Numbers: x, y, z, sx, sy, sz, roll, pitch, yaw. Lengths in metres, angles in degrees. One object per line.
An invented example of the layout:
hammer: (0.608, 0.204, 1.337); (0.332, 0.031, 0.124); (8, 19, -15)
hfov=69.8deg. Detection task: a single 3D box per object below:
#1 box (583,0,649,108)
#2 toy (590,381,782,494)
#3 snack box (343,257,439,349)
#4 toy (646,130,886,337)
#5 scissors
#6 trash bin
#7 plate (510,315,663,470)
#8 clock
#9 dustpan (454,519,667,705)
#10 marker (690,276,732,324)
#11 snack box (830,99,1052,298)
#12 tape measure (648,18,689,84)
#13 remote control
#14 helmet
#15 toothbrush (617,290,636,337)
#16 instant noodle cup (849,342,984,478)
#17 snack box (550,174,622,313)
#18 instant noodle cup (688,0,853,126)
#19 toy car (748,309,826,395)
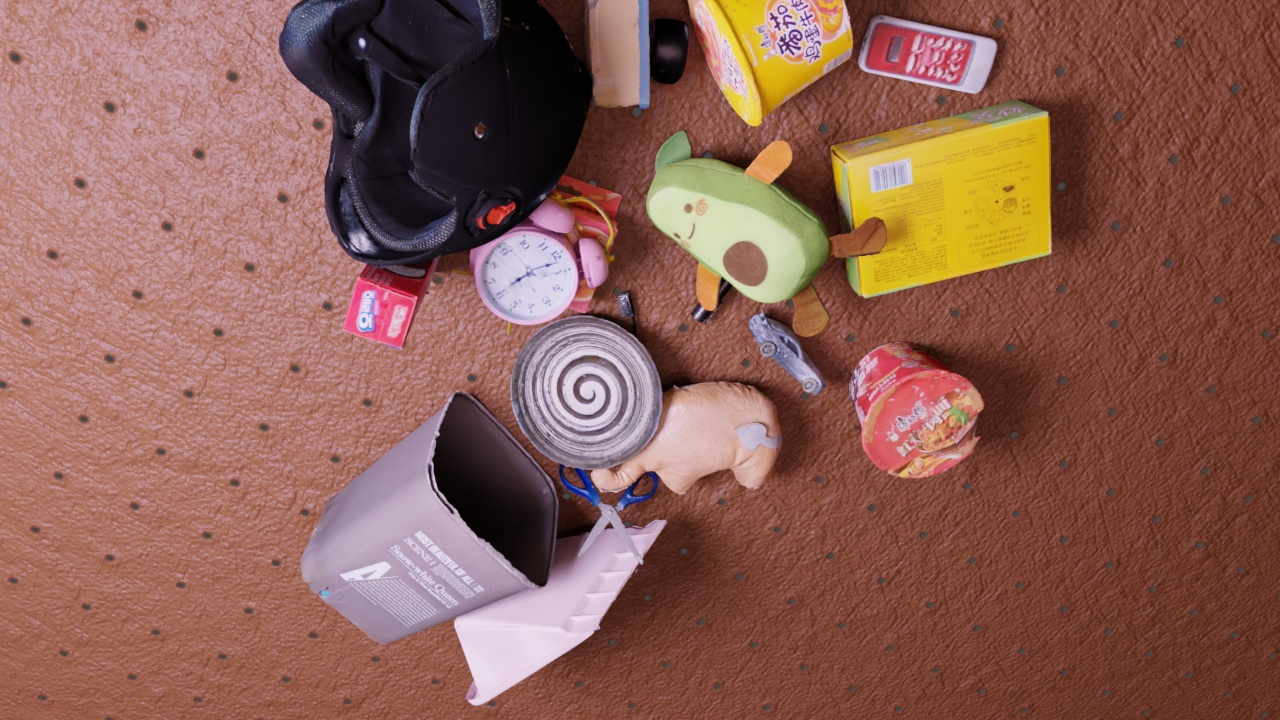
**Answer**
box: (-0.023, -0.318, 0.853); (0.059, 0.089, 0.184); (-5, 119, -4)
toy: (0.052, 0.093, 1.070); (0.226, 0.082, 0.143); (-6, 104, 1)
snack box: (-0.232, -0.081, 0.887); (0.057, 0.207, 0.058); (18, 112, -11)
toy: (0.112, -0.129, 0.939); (0.247, 0.089, 0.228); (28, 131, 3)
scissors: (-0.036, 0.168, 1.072); (0.162, 0.176, 0.012); (-22, 141, -40)
trash bin: (-0.239, 0.190, 1.039); (0.220, 0.198, 0.199); (-32, 115, 17)
plate: (-0.061, 0.037, 1.041); (0.179, 0.024, 0.179); (2, 102, 12)
clock: (-0.098, -0.103, 0.919); (0.159, 0.059, 0.117); (-35, 116, 11)
dustpan: (-0.095, 0.310, 1.087); (0.274, 0.221, 0.139); (-9, 108, 30)
marker: (0.102, -0.095, 1.013); (0.022, 0.020, 0.132); (40, 109, 6)
snack box: (0.316, -0.169, 0.967); (0.210, 0.070, 0.158); (-14, 117, 2)
tape measure: (0.024, -0.299, 0.883); (0.039, 0.057, 0.058); (6, 124, -7)
remote control: (0.289, -0.307, 0.923); (0.136, 0.020, 0.056); (9, 115, -9)
helmet: (-0.171, -0.212, 0.813); (0.229, 0.233, 0.275); (-1, 124, -49)
toothbrush: (-0.006, 0.006, 1.059); (0.017, 0.014, 0.189); (-5, 118, 6)
instant noodle cup: (0.305, 0.049, 1.053); (0.138, 0.108, 0.138); (-2, 117, -4)
snack box: (-0.090, -0.128, 0.966); (0.113, 0.044, 0.127); (17, 114, -13)
instant noodle cup: (0.123, -0.306, 0.852); (0.110, 0.138, 0.138); (-29, 116, 1)
toy car: (0.170, -0.009, 1.043); (0.037, 0.054, 0.120); (-41, 113, 17)
